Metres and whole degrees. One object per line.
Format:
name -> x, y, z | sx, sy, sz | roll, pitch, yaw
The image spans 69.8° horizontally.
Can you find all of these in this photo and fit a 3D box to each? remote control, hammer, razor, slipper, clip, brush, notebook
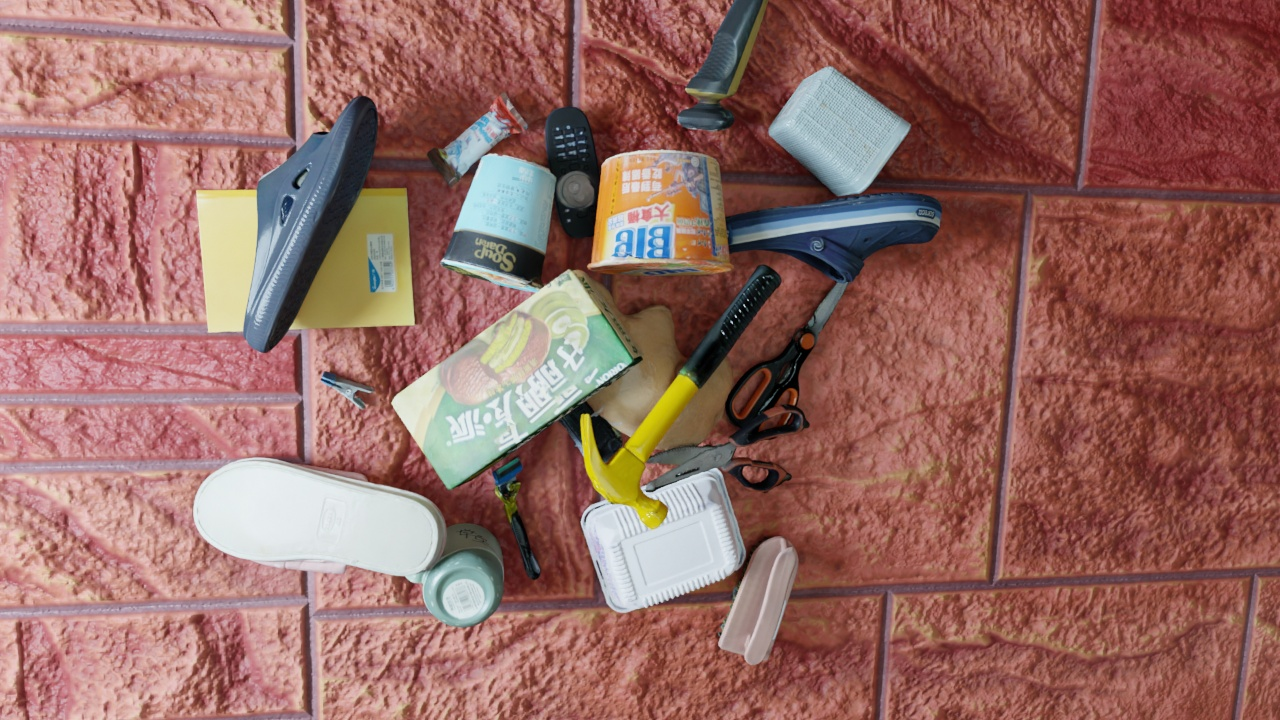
remote control -> -0.070, -0.198, 0.972 | 0.053, 0.024, 0.136 | -10, 102, -10
hammer -> 0.051, 0.020, 0.948 | 0.129, 0.033, 0.300 | 41, 75, -10
razor -> -0.136, 0.180, 1.022 | 0.042, 0.022, 0.143 | -31, 112, -50
slipper -> 0.210, -0.129, 0.992 | 0.252, 0.105, 0.095 | -6, 99, -9
clip -> -0.311, 0.030, 0.966 | 0.057, 0.024, 0.028 | 30, 96, -20
slipper -> -0.329, 0.164, 0.949 | 0.274, 0.054, 0.114 | 6, 89, 9
brush -> 0.143, 0.273, 1.061 | 0.063, 0.073, 0.145 | 19, 93, -12
slipper -> -0.336, -0.140, 0.881 | 0.083, 0.110, 0.268 | 25, 95, -9
razor -> 0.095, -0.318, 0.974 | 0.067, 0.062, 0.167 | 24, 88, -43
notebook -> -0.342, -0.103, 0.945 | 0.206, 0.010, 0.146 | -3, 99, -10

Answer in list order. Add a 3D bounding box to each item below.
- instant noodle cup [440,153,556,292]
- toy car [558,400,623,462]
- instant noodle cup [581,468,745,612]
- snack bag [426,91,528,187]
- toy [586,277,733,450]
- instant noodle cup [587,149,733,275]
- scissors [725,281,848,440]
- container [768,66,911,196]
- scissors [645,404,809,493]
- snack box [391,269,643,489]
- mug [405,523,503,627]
instant noodle cup -> -0.136, -0.141, 0.934 | 0.111, 0.111, 0.120 | 15, 88, -12
toy car -> -0.063, 0.067, 1.007 | 0.048, 0.031, 0.105 | -42, 102, -30
instant noodle cup -> 0.032, 0.210, 1.038 | 0.173, 0.060, 0.138 | -18, 102, -6
snack bag -> -0.168, -0.228, 0.949 | 0.104, 0.026, 0.048 | -37, 90, -4
toy -> -0.006, 0.006, 0.991 | 0.226, 0.083, 0.143 | 38, 71, -12
instant noodle cup -> 0.020, -0.148, 0.939 | 0.151, 0.151, 0.111 | 0, 90, -10
scissors -> 0.190, -0.006, 1.056 | 0.234, 0.022, 0.125 | -39, 113, -8
container -> 0.209, -0.247, 0.984 | 0.111, 0.090, 0.090 | 36, 90, -11
scissors -> 0.101, 0.110, 1.015 | 0.197, 0.015, 0.214 | -48, 130, -7
snack box -> -0.126, 0.020, 0.939 | 0.240, 0.063, 0.114 | -35, 86, 9
mug -> -0.201, 0.225, 0.973 | 0.111, 0.106, 0.082 | 15, 97, -12
